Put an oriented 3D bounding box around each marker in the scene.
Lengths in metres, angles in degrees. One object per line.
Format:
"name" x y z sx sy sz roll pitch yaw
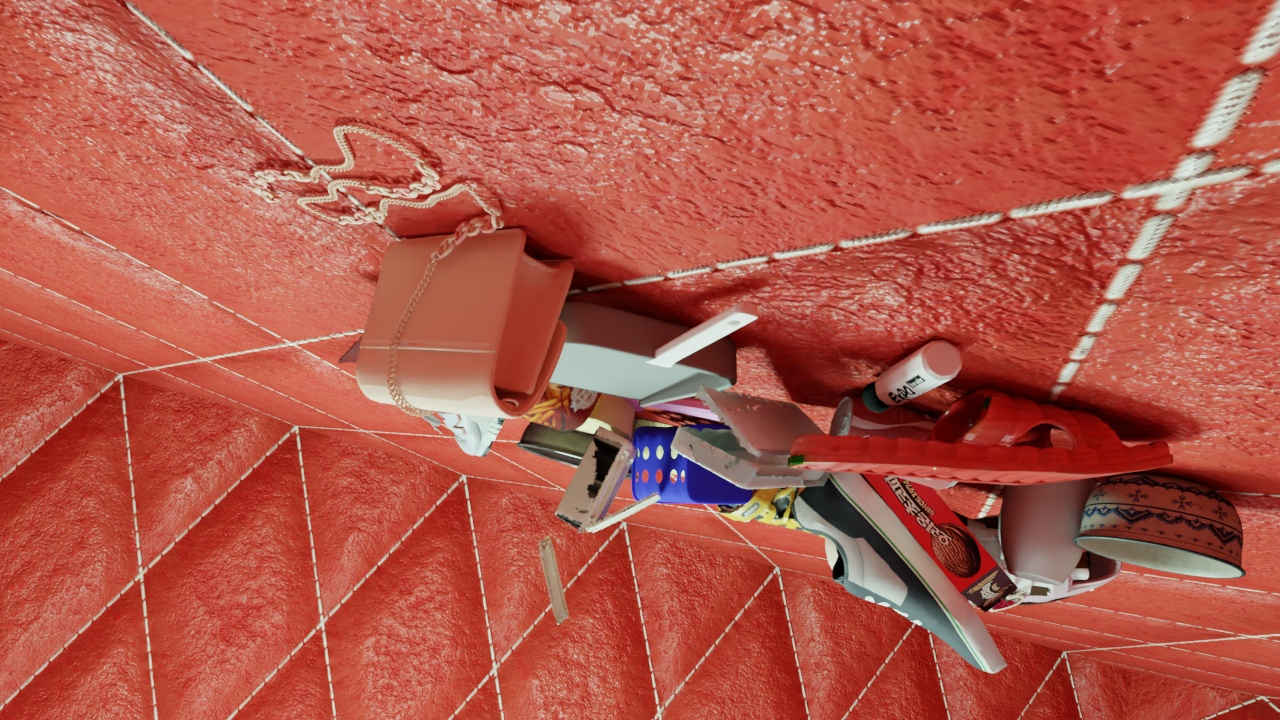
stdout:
"marker" 0.174 0.014 0.604 0.025 0.025 0.126 16 166 -1

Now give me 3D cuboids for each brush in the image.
"brush" -0.019 0.050 0.925 0.229 0.043 0.089 7 164 32

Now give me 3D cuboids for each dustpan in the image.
"dustpan" -0.001 -0.004 0.651 0.163 0.033 0.258 13 157 -28

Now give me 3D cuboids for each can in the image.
"can" 0.199 0.062 0.708 0.096 0.054 0.054 17 166 -5

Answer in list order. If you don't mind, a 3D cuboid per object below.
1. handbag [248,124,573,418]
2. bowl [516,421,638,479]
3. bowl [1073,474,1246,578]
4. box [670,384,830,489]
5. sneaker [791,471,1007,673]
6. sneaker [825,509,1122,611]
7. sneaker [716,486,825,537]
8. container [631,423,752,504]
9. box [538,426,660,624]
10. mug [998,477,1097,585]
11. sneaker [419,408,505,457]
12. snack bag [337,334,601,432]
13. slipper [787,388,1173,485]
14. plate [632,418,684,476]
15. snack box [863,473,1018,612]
"handbag" -0.166 -0.040 0.581 0.199 0.116 0.187 3 161 43
"bowl" -0.065 0.086 1.061 0.145 0.067 0.145 15 169 3
"bowl" 0.404 0.125 0.712 0.115 0.059 0.115 15 166 4
"box" 0.096 0.068 0.701 0.073 0.086 0.198 -35 158 20
"sneaker" 0.223 0.193 0.805 0.235 0.079 0.084 48 -172 -5
"sneaker" 0.327 0.188 0.878 0.293 0.111 0.117 10 166 -15
"sneaker" 0.181 0.150 0.994 0.122 0.086 0.239 23 169 -42
"container" 0.054 0.110 0.972 0.084 0.085 0.114 5 172 -29
"box" -0.042 0.162 0.888 0.081 0.181 0.143 26 174 8
"mug" 0.341 0.145 0.800 0.071 0.089 0.107 17 166 -4
"sneaker" -0.204 0.032 1.002 0.124 0.088 0.240 23 157 -9
"snack bag" -0.142 0.001 0.820 0.207 0.066 0.139 28 141 -34
"slipper" 0.225 0.051 0.625 0.249 0.059 0.103 1 169 3
"plate" 0.045 0.117 1.131 0.184 0.036 0.184 15 166 4
"snack box" 0.248 0.134 0.785 0.152 0.036 0.132 55 -170 33
